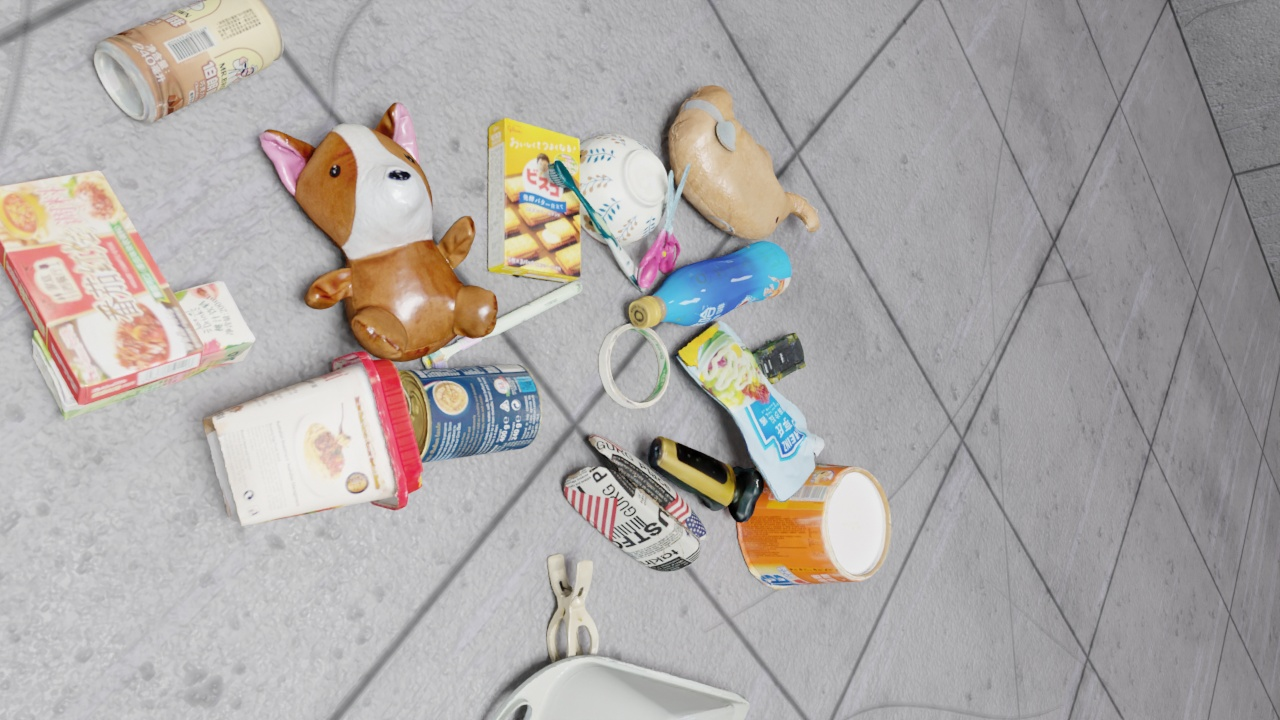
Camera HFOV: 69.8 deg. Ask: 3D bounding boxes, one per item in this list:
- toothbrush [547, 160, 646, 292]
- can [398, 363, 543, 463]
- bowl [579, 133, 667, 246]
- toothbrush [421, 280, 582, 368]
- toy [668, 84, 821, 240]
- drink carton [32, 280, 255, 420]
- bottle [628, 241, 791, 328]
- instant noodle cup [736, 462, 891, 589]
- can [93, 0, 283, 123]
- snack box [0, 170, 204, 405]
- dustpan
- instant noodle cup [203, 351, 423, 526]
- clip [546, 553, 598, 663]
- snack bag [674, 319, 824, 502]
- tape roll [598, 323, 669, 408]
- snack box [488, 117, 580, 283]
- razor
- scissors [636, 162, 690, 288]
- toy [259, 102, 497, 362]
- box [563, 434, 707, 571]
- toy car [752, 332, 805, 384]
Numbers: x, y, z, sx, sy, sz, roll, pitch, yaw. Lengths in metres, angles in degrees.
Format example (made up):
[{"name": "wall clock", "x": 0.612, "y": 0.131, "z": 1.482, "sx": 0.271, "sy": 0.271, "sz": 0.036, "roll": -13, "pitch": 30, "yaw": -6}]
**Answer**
[{"name": "toothbrush", "x": -0.038, "y": -0.124, "z": 0.885, "sx": 0.191, "sy": 0.018, "sz": 0.016, "roll": 52, "pitch": 42, "yaw": -46}, {"name": "can", "x": -0.144, "y": 0.042, "z": 0.756, "sx": 0.111, "sy": 0.075, "sz": 0.075, "roll": -4, "pitch": 86, "yaw": -42}, {"name": "bowl", "x": -0.013, "y": -0.175, "z": 0.915, "sx": 0.113, "sy": 0.062, "sz": 0.113, "roll": 9, "pitch": 76, "yaw": -40}, {"name": "toothbrush", "x": -0.118, "y": -0.035, "z": 0.828, "sx": 0.189, "sy": 0.020, "sz": 0.029, "roll": -32, "pitch": 103, "yaw": -42}, {"name": "toy", "x": 0.115, "y": -0.196, "z": 1.018, "sx": 0.226, "sy": 0.083, "sz": 0.143, "roll": 42, "pitch": 60, "yaw": -31}, {"name": "drink carton", "x": -0.332, "y": -0.008, "z": 0.616, "sx": 0.122, "sy": 0.046, "sz": 0.053, "roll": -26, "pitch": 82, "yaw": -41}, {"name": "bottle", "x": 0.074, "y": -0.076, "z": 0.973, "sx": 0.218, "sy": 0.065, "sz": 0.065, "roll": -21, "pitch": 98, "yaw": -41}, {"name": "instant noodle cup", "x": 0.196, "y": 0.179, "z": 1.011, "sx": 0.151, "sy": 0.112, "sz": 0.151, "roll": 8, "pitch": 78, "yaw": -40}, {"name": "can", "x": -0.319, "y": -0.218, "z": 0.652, "sx": 0.116, "sy": 0.059, "sz": 0.058, "roll": -46, "pitch": 113, "yaw": -36}, {"name": "snack box", "x": -0.349, "y": -0.050, "z": 0.582, "sx": 0.075, "sy": 0.026, "sz": 0.153, "roll": -24, "pitch": 74, "yaw": -41}, {"name": "dustpan", "x": -0.032, "y": 0.377, "z": 0.825, "sx": 0.222, "sy": 0.143, "sz": 0.258, "roll": -67, "pitch": 153, "yaw": -13}, {"name": "instant noodle cup", "x": -0.236, "y": 0.062, "z": 0.657, "sx": 0.124, "sy": 0.116, "sz": 0.116, "roll": -16, "pitch": 94, "yaw": -29}, {"name": "clip", "x": -0.063, "y": 0.226, "z": 0.825, "sx": 0.034, "sy": 0.072, "sz": 0.100, "roll": -4, "pitch": 92, "yaw": -41}, {"name": "snack bag", "x": 0.120, "y": 0.048, "z": 0.972, "sx": 0.191, "sy": 0.039, "sz": 0.110, "roll": 51, "pitch": 36, "yaw": 2}, {"name": "tape roll", "x": -0.005, "y": 0.005, "z": 0.925, "sx": 0.085, "sy": 0.014, "sz": 0.085, "roll": 7, "pitch": 79, "yaw": -40}, {"name": "snack box", "x": -0.098, "y": -0.147, "z": 0.855, "sx": 0.086, "sy": 0.034, "sz": 0.140, "roll": 6, "pitch": 78, "yaw": -41}, {"name": "razor", "x": 0.066, "y": 0.114, "z": 0.925, "sx": 0.167, "sy": 0.068, "sz": 0.062, "roll": 32, "pitch": 42, "yaw": -44}, {"name": "scissors", "x": 0.031, "y": -0.135, "z": 0.933, "sx": 0.113, "sy": 0.017, "sz": 0.134, "roll": 2, "pitch": 109, "yaw": -68}, {"name": "toy", "x": -0.198, "y": -0.098, "z": 0.708, "sx": 0.139, "sy": 0.131, "sz": 0.199, "roll": -18, "pitch": 86, "yaw": -36}, {"name": "box", "x": 0.002, "y": 0.132, "z": 0.890, "sx": 0.163, "sy": 0.076, "sz": 0.087, "roll": 43, "pitch": 36, "yaw": -25}, {"name": "toy car", "x": 0.154, "y": -0.001, "z": 1.051, "sx": 0.091, "sy": 0.036, "sz": 0.043, "roll": -23, "pitch": 98, "yaw": -39}]
